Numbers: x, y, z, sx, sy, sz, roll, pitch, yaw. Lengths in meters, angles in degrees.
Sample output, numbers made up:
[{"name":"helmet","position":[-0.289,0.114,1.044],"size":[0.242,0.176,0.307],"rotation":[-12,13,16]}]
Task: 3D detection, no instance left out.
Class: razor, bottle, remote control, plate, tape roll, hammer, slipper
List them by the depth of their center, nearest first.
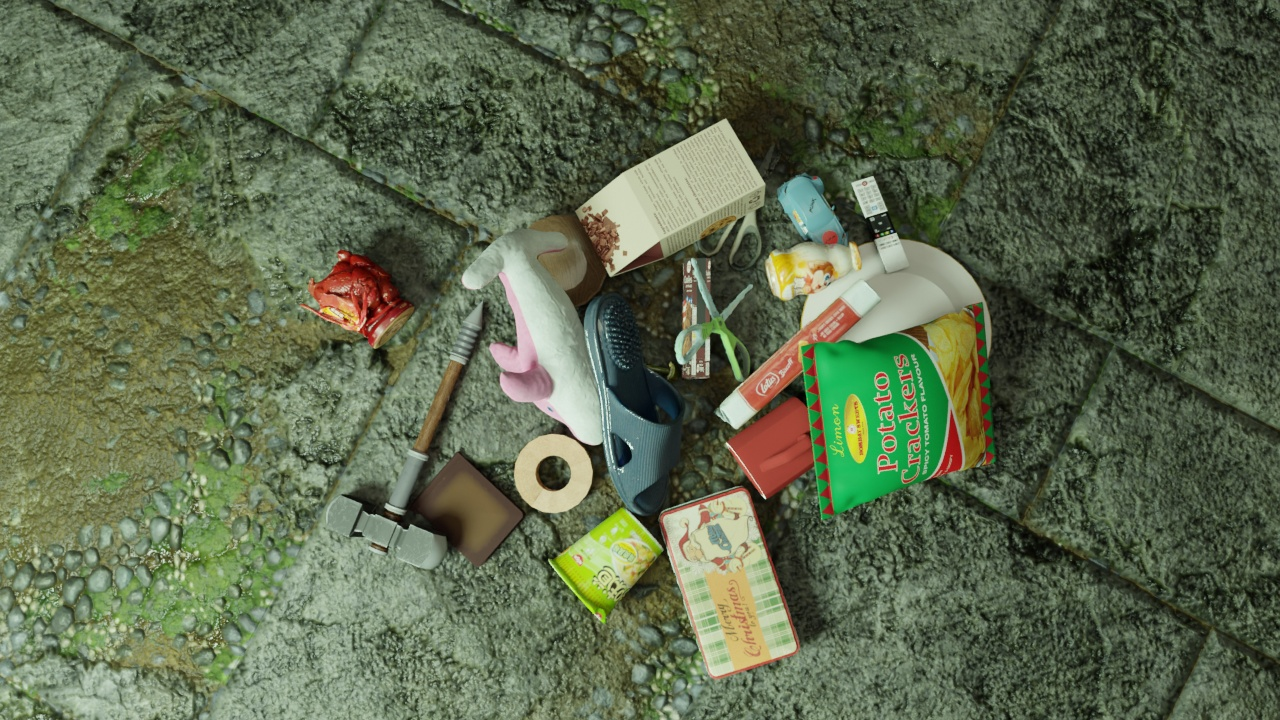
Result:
[{"name":"slipper","position":[0.008,0.049,1.044],"size":[0.083,0.101,0.264],"rotation":[-5,104,35]},{"name":"bottle","position":[-0.336,-0.073,1.090],"size":[0.111,0.099,0.099],"rotation":[43,88,-2]},{"name":"bottle","position":[0.206,-0.111,1.091],"size":[0.108,0.063,0.063],"rotation":[-14,86,4]},{"name":"tape roll","position":[-0.103,0.135,1.104],"size":[0.094,0.027,0.094],"rotation":[0,86,2]},{"name":"plate","position":[0.310,-0.035,1.105],"size":[0.230,0.021,0.229],"rotation":[0,86,2]},{"name":"hammer","position":[-0.253,0.078,1.106],"size":[0.156,0.043,0.322],"rotation":[20,83,11]},{"name":"remote control","position":[0.289,-0.164,1.109],"size":[0.028,0.012,0.124],"rotation":[-17,74,1]},{"name":"razor","position":[-0.007,0.006,1.111],"size":[0.106,0.042,0.026],"rotation":[9,89,12]}]

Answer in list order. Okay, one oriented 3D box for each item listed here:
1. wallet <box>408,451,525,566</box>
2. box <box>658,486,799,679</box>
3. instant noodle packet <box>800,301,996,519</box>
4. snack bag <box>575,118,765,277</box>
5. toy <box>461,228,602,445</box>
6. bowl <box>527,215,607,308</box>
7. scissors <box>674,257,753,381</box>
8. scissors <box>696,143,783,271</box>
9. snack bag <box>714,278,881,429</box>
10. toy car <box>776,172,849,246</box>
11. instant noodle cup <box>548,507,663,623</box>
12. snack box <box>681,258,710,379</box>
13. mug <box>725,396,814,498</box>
[{"name":"wallet","position":[-0.210,0.182,1.113],"size":[0.115,0.018,0.091],"rotation":[41,89,8]},{"name":"box","position":[0.103,0.258,1.080],"size":[0.117,0.050,0.205],"rotation":[-17,87,1]},{"name":"instant noodle packet","position":[0.298,0.054,1.036],"size":[0.252,0.090,0.195],"rotation":[-13,101,-22]},{"name":"snack bag","position":[0.034,-0.187,1.094],"size":[0.206,0.070,0.094],"rotation":[-28,77,1]},{"name":"toy","position":[-0.118,-0.019,1.067],"size":[0.186,0.128,0.266],"rotation":[-34,108,-41]},{"name":"bowl","position":[-0.097,-0.117,1.120],"size":[0.118,0.030,0.118],"rotation":[0,87,2]},{"name":"scissors","position":[0.091,-0.043,1.071],"size":[0.171,0.021,0.171],"rotation":[-45,119,-35]},{"name":"scissors","position":[0.122,-0.193,1.127],"size":[0.132,0.012,0.169],"rotation":[-3,86,1]},{"name":"snack bag","position":[0.182,-0.006,1.066],"size":[0.225,0.077,0.041],"rotation":[-44,84,6]},{"name":"toy car","position":[0.212,-0.178,1.115],"size":[0.060,0.027,0.107],"rotation":[-31,86,0]},{"name":"instant noodle cup","position":[-0.036,0.232,1.068],"size":[0.108,0.099,0.099],"rotation":[-43,86,-10]},{"name":"snack box","position":[0.066,-0.048,1.100],"size":[0.032,0.051,0.141],"rotation":[1,86,2]},{"name":"mug","position":[0.162,0.101,1.054],"size":[0.096,0.116,0.080],"rotation":[-34,90,-1]}]
